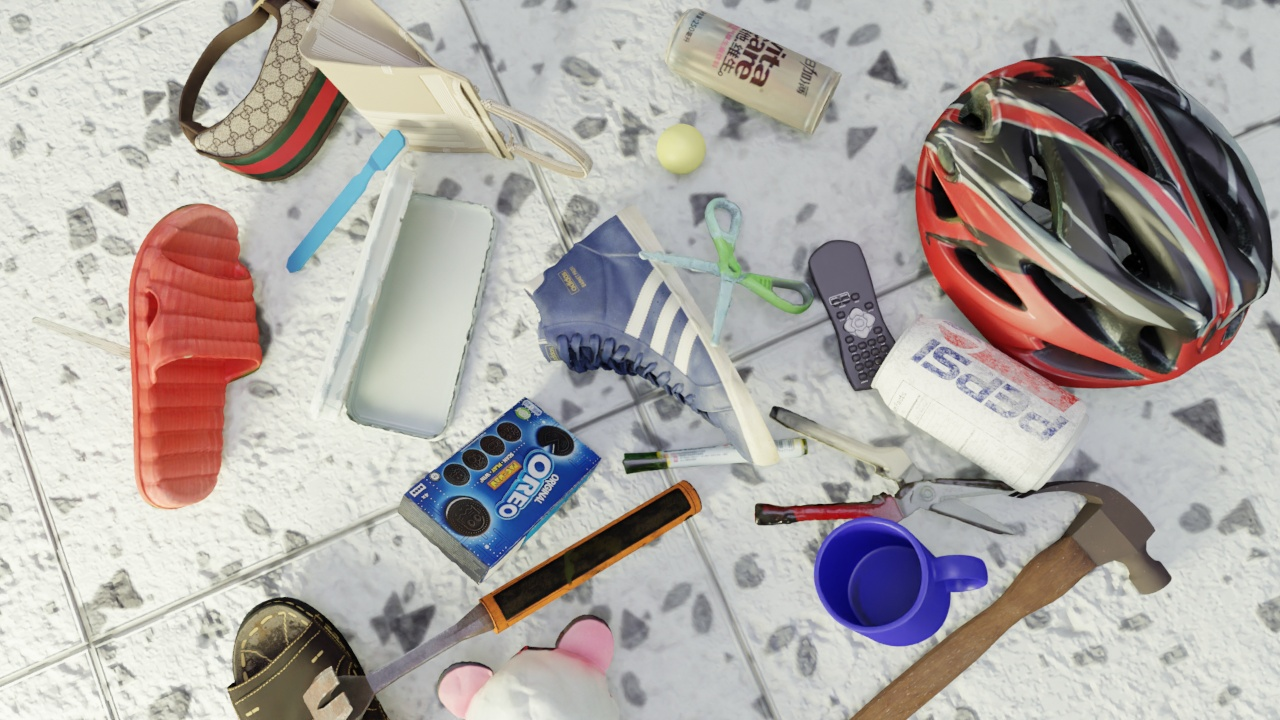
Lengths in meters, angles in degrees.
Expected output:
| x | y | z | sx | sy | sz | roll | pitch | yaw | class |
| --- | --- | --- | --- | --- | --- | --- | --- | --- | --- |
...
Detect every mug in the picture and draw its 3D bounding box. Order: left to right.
| x | y | z | sx | sy | sz | roll | pitch | yaw | class |
| --- | --- | --- | --- | --- | --- | --- | --- | --- | --- |
| 0.190 | 0.157 | 0.655 | 0.111 | 0.083 | 0.079 | -14 | 63 | 24 | mug |

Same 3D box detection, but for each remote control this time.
| x | y | z | sx | sy | sz | roll | pitch | yaw | class |
| --- | --- | --- | --- | --- | --- | --- | --- | --- | --- |
| 0.172 | -0.038 | 0.736 | 0.046 | 0.009 | 0.124 | -18 | 82 | 3 | remote control |

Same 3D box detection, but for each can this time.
| x | y | z | sx | sy | sz | roll | pitch | yaw | class |
| --- | --- | --- | --- | --- | --- | --- | --- | --- | --- |
| 0.090 | -0.235 | 0.743 | 0.135 | 0.054 | 0.054 | 27 | 86 | 8 | can |
| 0.246 | 0.029 | 0.670 | 0.136 | 0.078 | 0.078 | 35 | 87 | 18 | can |

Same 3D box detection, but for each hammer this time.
| x | y | z | sx | sy | sz | roll | pitch | yaw | class |
| --- | --- | --- | --- | --- | --- | --- | --- | --- | --- |
| -0.088 | 0.169 | 0.658 | 0.313 | 0.138 | 0.035 | -28 | 75 | -20 | hammer |
| 0.245 | 0.212 | 0.691 | 0.323 | 0.033 | 0.115 | -40 | 84 | 0 | hammer |

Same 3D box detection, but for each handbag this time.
| x | y | z | sx | sy | sz | roll | pitch | yaw | class |
| --- | --- | --- | --- | --- | --- | --- | --- | --- | --- |
| -0.321 | -0.240 | 0.780 | 0.138 | 0.063 | 0.166 | 29 | 87 | 17 | handbag |
| -0.129 | -0.185 | 0.698 | 0.198 | 0.175 | 0.062 | 25 | 86 | 5 | handbag |

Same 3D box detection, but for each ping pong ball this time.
| x | y | z | sx | sy | sz | roll | pitch | yaw | class |
| --- | --- | --- | --- | --- | --- | --- | --- | --- | --- |
| 0.033 | -0.172 | 0.748 | 0.040 | 0.040 | 0.040 | -1 | 83 | 5 | ping pong ball |

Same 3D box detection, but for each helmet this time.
| x | y | z | sx | sy | sz | roll | pitch | yaw | class |
| --- | --- | --- | --- | --- | --- | --- | --- | --- | --- |
| 0.324 | -0.113 | 0.669 | 0.217 | 0.167 | 0.272 | -28 | 69 | -5 | helmet |

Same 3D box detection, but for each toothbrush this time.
| x | y | z | sx | sy | sz | roll | pitch | yaw | class |
| --- | --- | --- | --- | --- | --- | --- | --- | --- | --- |
| -0.399 | -0.011 | 0.696 | 0.010 | 0.181 | 0.010 | 39 | 83 | 11 | toothbrush |
| -0.242 | -0.127 | 0.752 | 0.167 | 0.014 | 0.016 | -41 | 80 | 26 | toothbrush |

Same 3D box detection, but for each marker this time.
| x | y | z | sx | sy | sz | roll | pitch | yaw | class |
| --- | --- | --- | --- | --- | --- | --- | --- | --- | --- |
| 0.059 | 0.076 | 0.729 | 0.146 | 0.017 | 0.017 | -6 | 83 | 5 | marker |

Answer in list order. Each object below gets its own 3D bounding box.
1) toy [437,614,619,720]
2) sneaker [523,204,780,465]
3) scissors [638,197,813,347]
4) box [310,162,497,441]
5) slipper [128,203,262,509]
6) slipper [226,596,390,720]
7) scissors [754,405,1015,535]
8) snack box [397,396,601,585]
| x | y | z | sx | sy | sz | roll | pitch | yaw | class |
| --- | --- | --- | --- | --- | --- | --- | --- | --- | --- |
| -0.055 | 0.308 | 0.679 | 0.142 | 0.084 | 0.213 | -21 | 82 | 10 | toy |
| -0.004 | 0.003 | 0.700 | 0.118 | 0.091 | 0.233 | -29 | 75 | -1 | sneaker |
| 0.064 | -0.072 | 0.701 | 0.023 | 0.171 | 0.167 | -38 | 53 | 41 | scissors |
| -0.177 | -0.039 | 0.745 | 0.124 | 0.107 | 0.215 | 19 | 84 | -22 | box |
| -0.349 | -0.004 | 0.732 | 0.059 | 0.103 | 0.248 | 2 | 86 | 19 | slipper |
| -0.231 | 0.303 | 0.699 | 0.113 | 0.076 | 0.268 | -37 | 82 | -1 | slipper |
| 0.173 | 0.093 | 0.695 | 0.187 | 0.015 | 0.179 | -35 | 76 | 1 | scissors |
| -0.100 | 0.092 | 0.686 | 0.082 | 0.149 | 0.027 | 37 | 130 | 9 | snack box |
